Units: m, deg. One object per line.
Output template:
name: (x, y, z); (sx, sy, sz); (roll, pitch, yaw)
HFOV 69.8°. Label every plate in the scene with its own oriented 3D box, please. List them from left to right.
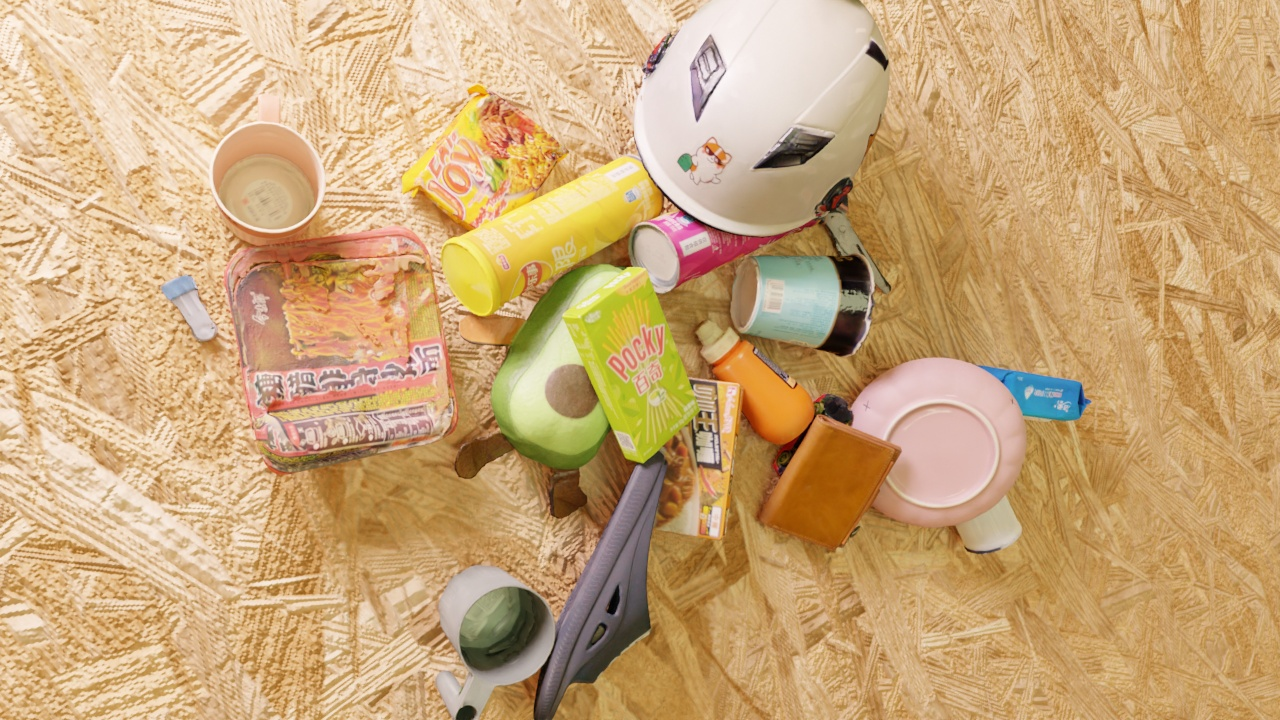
plate: (0.314, 0.094, 0.974); (0.192, 0.039, 0.192); (2, 105, 7)

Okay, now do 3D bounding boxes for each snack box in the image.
snack box: (-0.005, 0.005, 0.819); (0.085, 0.026, 0.156); (-39, 120, -32)
snack box: (0.055, 0.095, 0.904); (0.075, 0.026, 0.153); (6, 87, 17)

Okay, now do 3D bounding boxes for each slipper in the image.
slipper: (-0.018, 0.213, 0.839); (0.083, 0.111, 0.267); (24, 78, 1)

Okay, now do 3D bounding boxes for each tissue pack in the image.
tissue pack: (0.421, 0.038, 1.044); (0.157, 0.095, 0.052); (8, 91, -22)

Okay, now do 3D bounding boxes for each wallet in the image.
wallet: (0.203, 0.132, 0.953); (0.119, 0.035, 0.131); (21, 109, -18)

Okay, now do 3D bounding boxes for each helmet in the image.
helmet: (0.130, -0.256, 0.844); (0.230, 0.157, 0.273); (40, 55, 2)

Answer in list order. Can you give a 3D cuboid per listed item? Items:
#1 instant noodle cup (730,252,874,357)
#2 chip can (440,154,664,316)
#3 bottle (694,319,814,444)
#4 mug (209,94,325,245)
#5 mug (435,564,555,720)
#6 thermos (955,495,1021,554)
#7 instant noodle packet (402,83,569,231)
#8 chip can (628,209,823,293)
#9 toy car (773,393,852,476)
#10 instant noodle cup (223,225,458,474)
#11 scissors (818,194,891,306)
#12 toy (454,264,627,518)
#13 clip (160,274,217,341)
instant noodle cup: (0.159, -0.062, 0.938); (0.120, 0.111, 0.111); (5, 87, -14)
chip can: (-0.075, -0.118, 0.826); (0.212, 0.072, 0.072); (-35, 102, -33)
bottle: (0.111, 0.017, 0.936); (0.149, 0.067, 0.066); (47, 73, -8)
mug: (-0.300, -0.152, 0.738); (0.081, 0.106, 0.114); (-1, 89, -23)
mug: (-0.139, 0.245, 0.802); (0.083, 0.103, 0.123); (32, 78, -19)
thermos: (0.353, 0.104, 1.027); (0.073, 0.073, 0.224); (-32, 101, -20)
instant noodle packet: (-0.142, -0.176, 0.840); (0.110, 0.044, 0.128); (37, 76, -14)
chip can: (0.088, -0.133, 0.897); (0.210, 0.072, 0.071); (-27, 99, -33)
toy car: (0.184, 0.084, 0.975); (0.049, 0.031, 0.106); (34, 88, -23)
instant noodle cup: (-0.250, -0.011, 0.772); (0.164, 0.079, 0.189); (-10, 93, -23)
scissors: (0.218, -0.166, 1.004); (0.201, 0.015, 0.206); (16, 82, -22)
toy: (-0.066, 0.017, 0.844); (0.227, 0.090, 0.246); (26, 83, -27)
clip: (-0.369, -0.042, 0.757); (0.026, 0.042, 0.058); (-32, 104, -22)
